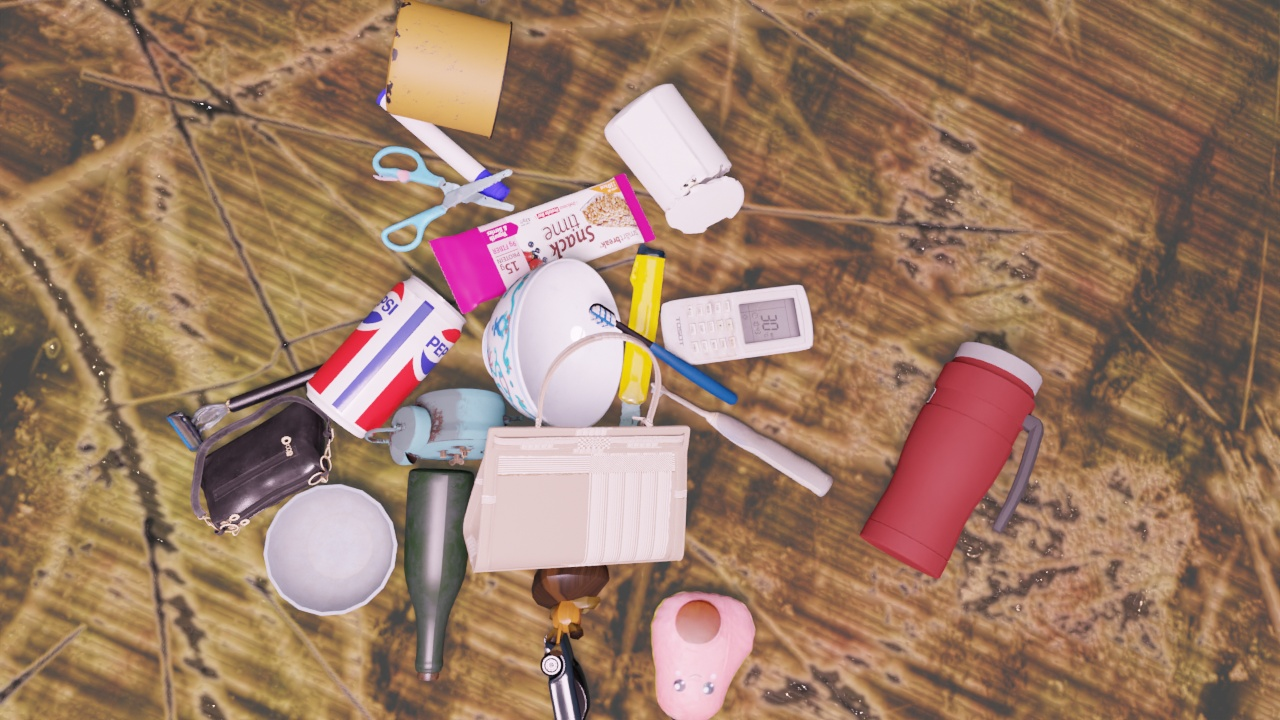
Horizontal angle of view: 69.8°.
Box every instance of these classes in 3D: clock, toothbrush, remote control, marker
[{"bbox_3d":[-0.166,0.058,0.768,0.124,0.090,0.053,2,71,-20],"label":"clock"},{"bbox_3d":[0.090,0.067,0.828,0.185,0.024,0.022,30,42,-2],"label":"toothbrush"},{"bbox_3d":[0.088,-0.032,0.836,0.138,0.025,0.060,-8,84,-7],"label":"remote control"},{"bbox_3d":[-0.179,-0.193,0.830,0.141,0.020,0.020,40,81,0],"label":"marker"},{"bbox_3d":[0.023,-0.003,0.802,0.167,0.014,0.014,33,114,-24],"label":"toothbrush"}]

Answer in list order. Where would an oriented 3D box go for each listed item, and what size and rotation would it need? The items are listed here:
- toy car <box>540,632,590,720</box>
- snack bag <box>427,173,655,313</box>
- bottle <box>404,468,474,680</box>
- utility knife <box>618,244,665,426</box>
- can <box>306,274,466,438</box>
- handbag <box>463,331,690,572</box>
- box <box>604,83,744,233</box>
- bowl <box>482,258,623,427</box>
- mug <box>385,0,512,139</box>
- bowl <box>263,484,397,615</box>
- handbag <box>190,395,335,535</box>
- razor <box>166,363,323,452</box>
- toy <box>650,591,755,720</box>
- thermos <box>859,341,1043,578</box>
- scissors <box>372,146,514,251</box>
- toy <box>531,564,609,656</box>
[{"bbox_3d":[-0.060,0.285,0.776,0.034,0.046,0.112,-11,83,-2],"label":"toy car"},{"bbox_3d":[-0.082,-0.107,0.813,0.196,0.016,0.070,-24,88,-23],"label":"snack bag"},{"bbox_3d":[-0.173,0.179,0.772,0.055,0.055,0.174,3,85,-6],"label":"bottle"},{"bbox_3d":[-0.005,0.005,0.827,0.030,0.019,0.223,7,79,6],"label":"utility knife"},{"bbox_3d":[-0.215,-0.003,0.779,0.070,0.070,0.132,40,81,0],"label":"can"},{"bbox_3d":[-0.039,0.070,0.728,0.175,0.062,0.198,1,116,-21],"label":"handbag"},{"bbox_3d":[0.034,-0.174,0.817,0.080,0.089,0.143,-38,91,10],"label":"box"},{"bbox_3d":[-0.086,-0.012,0.780,0.074,0.143,0.144,-2,82,34],"label":"bowl"},{"bbox_3d":[-0.167,-0.258,0.799,0.094,0.123,0.101,10,127,-14],"label":"mug"},{"bbox_3d":[-0.256,0.157,0.772,0.106,0.039,0.106,1,84,-6],"label":"bowl"},{"bbox_3d":[-0.309,0.088,0.751,0.128,0.054,0.079,-31,52,-2],"label":"handbag"},{"bbox_3d":[-0.327,0.031,0.791,0.144,0.022,0.043,-24,129,-12],"label":"razor"},{"bbox_3d":[0.050,0.255,0.787,0.090,0.051,0.110,9,84,-4],"label":"toy"},{"bbox_3d":[0.284,0.091,0.807,0.108,0.084,0.198,26,82,33],"label":"thermos"},{"bbox_3d":[-0.179,-0.136,0.817,0.141,0.015,0.111,16,90,9],"label":"scissors"},{"bbox_3d":[-0.060,0.201,0.766,0.076,0.100,0.062,-24,128,25],"label":"toy"}]
